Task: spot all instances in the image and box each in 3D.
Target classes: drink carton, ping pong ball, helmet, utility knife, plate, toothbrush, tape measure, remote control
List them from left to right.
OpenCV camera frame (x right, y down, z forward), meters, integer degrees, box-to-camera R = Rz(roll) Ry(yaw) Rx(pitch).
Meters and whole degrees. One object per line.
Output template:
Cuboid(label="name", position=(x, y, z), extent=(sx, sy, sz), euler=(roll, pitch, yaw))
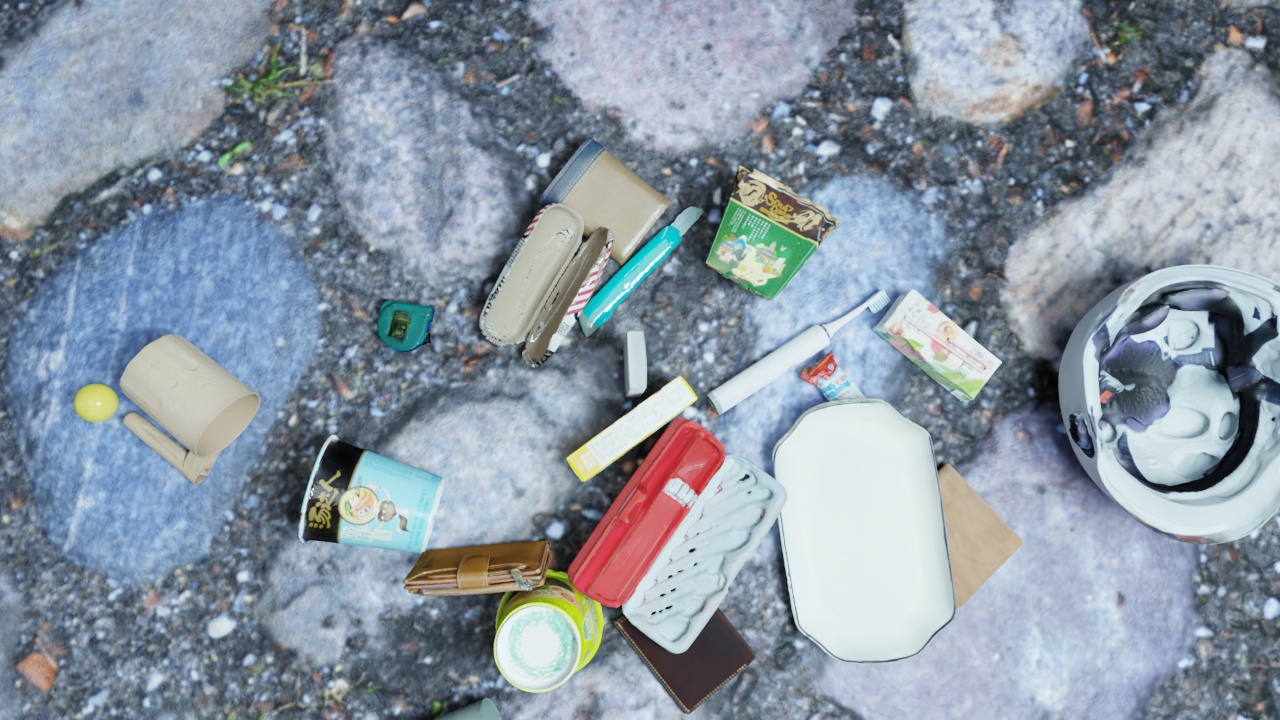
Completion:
Cuboid(label="ping pong ball", position=(-0.561, 0.044, 0.946), extent=(0.040, 0.040, 0.040), euler=(0, 84, -1))
Cuboid(label="tape measure", position=(-0.248, -0.037, 0.965), extent=(0.058, 0.025, 0.054), euler=(8, 83, 1))
Cuboid(label="remote control", position=(-0.005, 0.005, 0.908), extent=(0.019, 0.135, 0.056), euler=(-2, 84, -3))
Cuboid(label="utility knife", position=(0.000, -0.098, 0.979), extent=(0.029, 0.013, 0.185), euler=(45, 87, 0))
Cuboid(label="toothbrush", position=(0.168, -0.012, 0.967), extent=(0.221, 0.027, 0.026), euler=(-32, 96, -4))
Cuboid(label="plate", position=(0.224, 0.171, 0.931), extent=(0.162, 0.034, 0.265), euler=(-9, 87, 13))
Cuboid(label="drink carton", position=(0.310, -0.016, 0.959), extent=(0.122, 0.045, 0.053), euler=(40, 84, 3))
Cuboid(label="helmet", position=(0.517, 0.038, 0.907), extent=(0.229, 0.146, 0.258), euler=(-9, 93, 0))

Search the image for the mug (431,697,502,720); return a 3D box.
Cuboid(label="mug", position=(-0.184, 0.393, 0.877), extent=(0.103, 0.124, 0.084), euler=(-20, 103, 0))

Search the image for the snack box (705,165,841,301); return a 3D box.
Cuboid(label="snack box", position=(0.126, -0.124, 0.943), extent=(0.118, 0.117, 0.106), euler=(31, 97, 5))

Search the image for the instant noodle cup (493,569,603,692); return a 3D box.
Cuboid(label="instant noodle cup", position=(-0.093, 0.266, 0.888), extent=(0.111, 0.123, 0.111), euler=(0, 84, -1))

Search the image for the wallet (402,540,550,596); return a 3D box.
Cuboid(label="wallet", position=(-0.157, 0.206, 0.896), extent=(0.130, 0.119, 0.035), euler=(-4, 91, -2))

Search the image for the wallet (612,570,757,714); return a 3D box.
Cuboid(label="wallet", position=(0.045, 0.286, 0.941), extent=(0.096, 0.020, 0.122), euler=(-39, 87, 0))

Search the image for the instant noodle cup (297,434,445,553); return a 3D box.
Cuboid(label="instant noodle cup", position=(-0.262, 0.140, 0.912), extent=(0.120, 0.111, 0.111), euler=(14, 84, -7))

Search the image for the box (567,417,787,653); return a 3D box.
Cuboid(label="box", position=(0.036, 0.171, 0.914), extent=(0.157, 0.069, 0.201), euler=(36, 85, -13))

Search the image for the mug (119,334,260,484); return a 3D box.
Cuboid(label="mug", position=(-0.465, 0.050, 0.934), extent=(0.103, 0.084, 0.125), euler=(38, 112, 4))

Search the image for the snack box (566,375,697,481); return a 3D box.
Cuboid(label="snack box", position=(-0.009, 0.070, 0.926), extent=(0.140, 0.087, 0.033), euler=(-38, 86, -4))

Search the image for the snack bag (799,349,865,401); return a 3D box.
Cuboid(label="snack bag", position=(0.214, 0.038, 0.962), extent=(0.045, 0.026, 0.105), euler=(-41, 88, -7))

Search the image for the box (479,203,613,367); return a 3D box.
Cuboid(label="box", position=(-0.099, -0.078, 0.938), extent=(0.086, 0.075, 0.162), euler=(27, 97, -22))

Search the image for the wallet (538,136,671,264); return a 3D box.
Cuboid(label="wallet", position=(-0.038, -0.170, 0.977), extent=(0.115, 0.033, 0.090), euler=(37, 88, 2))

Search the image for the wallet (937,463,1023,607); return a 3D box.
Cuboid(label="wallet", position=(0.323, 0.182, 0.954), extent=(0.101, 0.020, 0.115), euler=(-43, 88, -4))
